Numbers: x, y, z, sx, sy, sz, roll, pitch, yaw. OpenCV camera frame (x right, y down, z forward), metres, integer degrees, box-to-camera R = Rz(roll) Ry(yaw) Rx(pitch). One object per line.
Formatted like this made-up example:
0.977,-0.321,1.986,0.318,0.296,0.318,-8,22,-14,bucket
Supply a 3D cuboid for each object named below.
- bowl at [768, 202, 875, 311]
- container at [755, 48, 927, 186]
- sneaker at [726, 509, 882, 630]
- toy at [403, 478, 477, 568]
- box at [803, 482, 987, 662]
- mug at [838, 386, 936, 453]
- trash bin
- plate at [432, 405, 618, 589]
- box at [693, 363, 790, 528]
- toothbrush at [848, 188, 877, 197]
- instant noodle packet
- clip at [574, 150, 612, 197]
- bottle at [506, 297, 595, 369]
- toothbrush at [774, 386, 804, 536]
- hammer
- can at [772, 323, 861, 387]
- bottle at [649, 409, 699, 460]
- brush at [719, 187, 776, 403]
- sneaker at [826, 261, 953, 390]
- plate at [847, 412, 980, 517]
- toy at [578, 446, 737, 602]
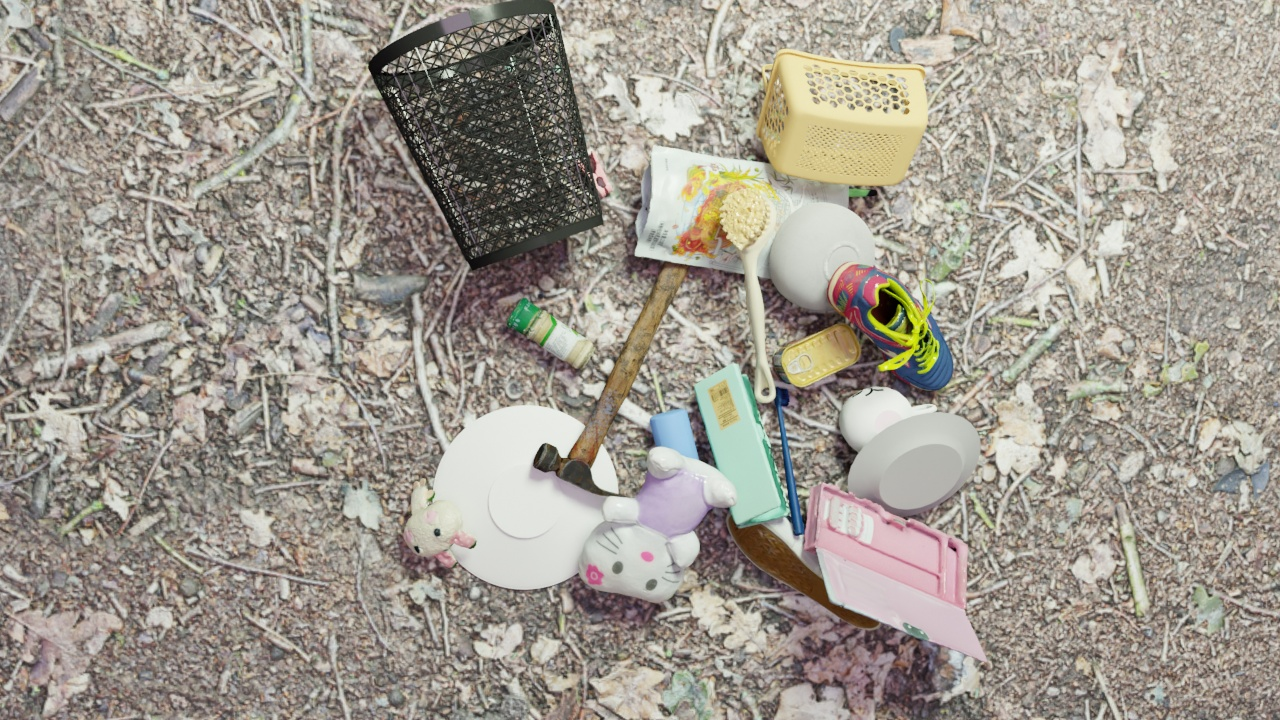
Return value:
0.229,-0.123,1.119,0.131,0.064,0.132,-7,109,-21,bowl
0.242,-0.305,1.119,0.183,0.129,0.166,4,48,-7,container
0.213,0.240,1.150,0.235,0.088,0.079,36,52,-2,sneaker
-0.249,0.199,1.103,0.087,0.050,0.112,-37,92,26,toy
0.302,0.259,1.104,0.232,0.179,0.055,25,132,-16,box
0.312,0.073,1.147,0.124,0.076,0.090,-15,92,-5,mug
-0.158,-0.244,1.039,0.217,0.217,0.243,-20,99,-5,trash bin
-0.140,0.170,1.126,0.229,0.030,0.229,0,91,-6,plate
0.119,0.098,1.094,0.077,0.079,0.188,-12,67,-4,box
0.211,-0.212,1.164,0.188,0.017,0.014,-2,100,-7,toothbrush
0.131,-0.175,1.126,0.269,0.057,0.147,6,99,-16,instant noodle packet
-0.059,-0.227,1.135,0.035,0.022,0.057,-32,95,-8,clip
-0.109,-0.031,1.122,0.110,0.043,0.042,33,87,-5,bottle
0.185,0.121,1.130,0.017,0.016,0.189,2,66,-14,toothbrush
-0.007,0.006,1.129,0.120,0.033,0.330,28,83,-17,hammer
0.217,-0.006,1.145,0.099,0.059,0.054,-25,93,-5,can
0.049,0.128,1.136,0.048,0.048,0.131,-14,92,-6,bottle
0.138,-0.073,1.104,0.077,0.062,0.272,-29,119,-45,brush
0.320,-0.026,1.103,0.241,0.091,0.116,36,85,-32,sneaker
0.342,0.138,1.131,0.172,0.019,0.173,-6,126,-9,plate
0.014,0.197,1.094,0.137,0.085,0.210,27,112,-10,toy
